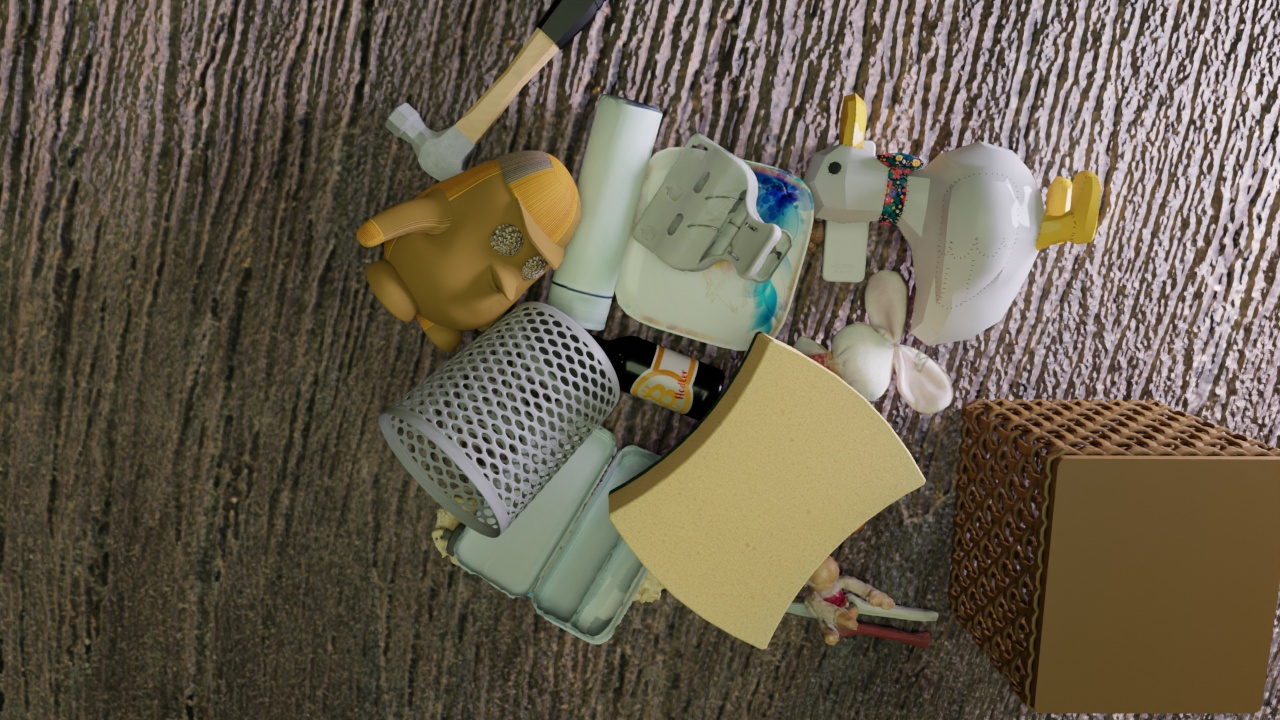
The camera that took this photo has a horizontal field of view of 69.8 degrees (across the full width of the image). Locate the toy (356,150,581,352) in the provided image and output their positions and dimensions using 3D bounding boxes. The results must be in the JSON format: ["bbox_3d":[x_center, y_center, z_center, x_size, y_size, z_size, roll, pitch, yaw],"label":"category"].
[{"bbox_3d":[-0.145,-0.113,0.880,0.203,0.198,0.162,-35,55,7],"label":"toy"}]

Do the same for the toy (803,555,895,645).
[{"bbox_3d":[0.212,0.247,1.004,0.085,0.074,0.106,-19,61,-31],"label":"toy"}]

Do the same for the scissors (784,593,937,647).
[{"bbox_3d":[0.238,0.295,1.041,0.188,0.015,0.146,-23,101,5],"label":"scissors"}]

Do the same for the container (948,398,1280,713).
[{"bbox_3d":[0.462,0.185,0.921,0.219,0.214,0.252,0,100,-1],"label":"container"}]

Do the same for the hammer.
[{"bbox_3d":[-0.101,-0.308,0.912,0.131,0.039,0.328,42,97,-9],"label":"hammer"}]

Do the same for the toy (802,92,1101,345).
[{"bbox_3d":[0.295,-0.139,0.900,0.268,0.140,0.247,0,97,7],"label":"toy"}]

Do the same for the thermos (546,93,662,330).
[{"bbox_3d":[-0.039,-0.146,0.928,0.068,0.068,0.230,16,99,-4],"label":"thermos"}]

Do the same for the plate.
[{"bbox_3d":[0.073,-0.114,0.937,0.187,0.016,0.187,17,100,14],"label":"plate"}]

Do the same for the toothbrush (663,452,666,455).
[{"bbox_3d":[0.062,0.168,1.014,0.022,0.016,0.155,-31,102,-28],"label":"toothbrush"}]

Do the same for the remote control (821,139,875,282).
[{"bbox_3d":[0.217,-0.155,0.959,0.045,0.008,0.147,2,100,-1],"label":"remote control"}]

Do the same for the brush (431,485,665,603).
[{"bbox_3d":[-0.090,0.198,0.996,0.271,0.056,0.083,13,103,-3],"label":"brush"}]

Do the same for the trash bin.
[{"bbox_3d":[-0.129,0.051,0.889,0.156,0.157,0.182,49,63,-9],"label":"trash bin"}]

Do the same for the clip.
[{"bbox_3d":[0.076,-0.136,0.898,0.144,0.074,0.125,36,107,16],"label":"clip"}]

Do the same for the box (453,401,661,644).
[{"bbox_3d":[-0.065,0.162,0.943,0.193,0.061,0.209,23,63,14],"label":"box"}]

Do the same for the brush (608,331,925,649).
[{"bbox_3d":[0.114,0.120,0.865,0.195,0.075,0.250,42,95,-7],"label":"brush"}]

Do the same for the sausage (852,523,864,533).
[{"bbox_3d":[0.167,0.188,1.007,0.164,0.039,0.044,-13,94,2],"label":"sausage"}]

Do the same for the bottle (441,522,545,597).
[{"bbox_3d":[-0.145,0.206,0.948,0.130,0.040,0.040,28,99,-5],"label":"bottle"}]

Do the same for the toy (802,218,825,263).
[{"bbox_3d":[0.153,-0.112,0.949,0.054,0.041,0.102,9,115,-41],"label":"toy"}]

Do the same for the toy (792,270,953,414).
[{"bbox_3d":[0.212,0.010,0.956,0.194,0.084,0.159,-26,81,7],"label":"toy"}]

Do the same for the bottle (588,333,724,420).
[{"bbox_3d":[-0.006,0.006,0.960,0.181,0.059,0.059,21,99,-5],"label":"bottle"}]
